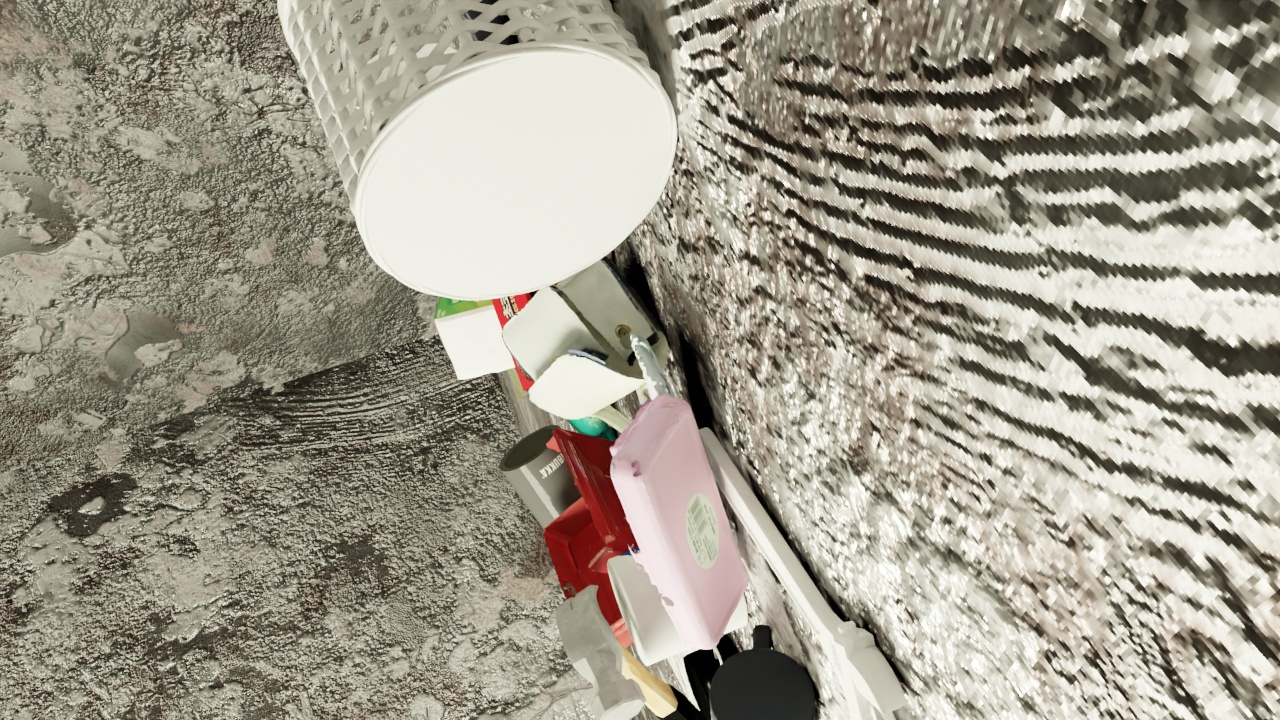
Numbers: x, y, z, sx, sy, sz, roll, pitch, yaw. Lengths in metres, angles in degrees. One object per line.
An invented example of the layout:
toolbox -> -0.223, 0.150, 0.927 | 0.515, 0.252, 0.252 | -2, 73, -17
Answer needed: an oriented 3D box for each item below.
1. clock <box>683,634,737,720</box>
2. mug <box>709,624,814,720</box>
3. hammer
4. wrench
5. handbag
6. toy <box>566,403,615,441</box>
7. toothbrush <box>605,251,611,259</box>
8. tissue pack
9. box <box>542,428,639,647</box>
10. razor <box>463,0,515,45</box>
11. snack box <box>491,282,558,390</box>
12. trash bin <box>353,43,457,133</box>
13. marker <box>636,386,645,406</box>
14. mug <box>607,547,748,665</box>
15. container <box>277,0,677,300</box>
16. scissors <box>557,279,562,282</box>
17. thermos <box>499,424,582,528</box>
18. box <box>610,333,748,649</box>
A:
clock -> 0.072, 0.295, 0.851 | 0.091, 0.042, 0.121 | -127, 21, -57
mug -> 0.088, 0.243, 0.661 | 0.104, 0.071, 0.078 | -82, -12, -46
hammer -> 0.015, 0.309, 0.848 | 0.131, 0.039, 0.328 | 57, -179, 43
wrench -> 0.089, 0.126, 0.570 | 0.273, 0.018, 0.066 | -123, 17, -53
handbag -> -0.031, 0.016, 0.748 | 0.176, 0.073, 0.152 | 52, 153, -4
toy -> -0.062, 0.074, 1.073 | 0.130, 0.072, 0.193 | 59, 173, 45
toothbrush -> -0.033, -0.119, 0.741 | 0.181, 0.018, 0.015 | 89, 160, -58
tissue pack -> -0.147, -0.041, 1.020 | 0.197, 0.120, 0.141 | -84, -20, -57
box -> -0.041, 0.186, 0.916 | 0.171, 0.156, 0.156 | -56, 40, 27
razor -> -0.141, -0.310, 0.885 | 0.143, 0.047, 0.052 | 67, -167, 4
snack box -> -0.090, -0.052, 0.892 | 0.132, 0.036, 0.152 | -5, -107, -66
trash bin -> -0.194, -0.196, 0.880 | 0.200, 0.195, 0.195 | 120, 130, -82
marker -> -0.005, 0.005, 0.826 | 0.011, 0.011, 0.152 | -153, 45, -74
mug -> 0.029, 0.200, 0.781 | 0.121, 0.090, 0.091 | 100, 149, -68
container -> -0.099, -0.165, 0.546 | 0.190, 0.189, 0.186 | 89, 157, -58
scissors -> -0.072, -0.090, 0.774 | 0.185, 0.015, 0.180 | 49, 144, -2
thermos -> -0.063, 0.194, 1.069 | 0.240, 0.082, 0.082 | 57, 173, -18
box -> 0.034, 0.093, 0.652 | 0.153, 0.067, 0.202 | -77, -26, -48
